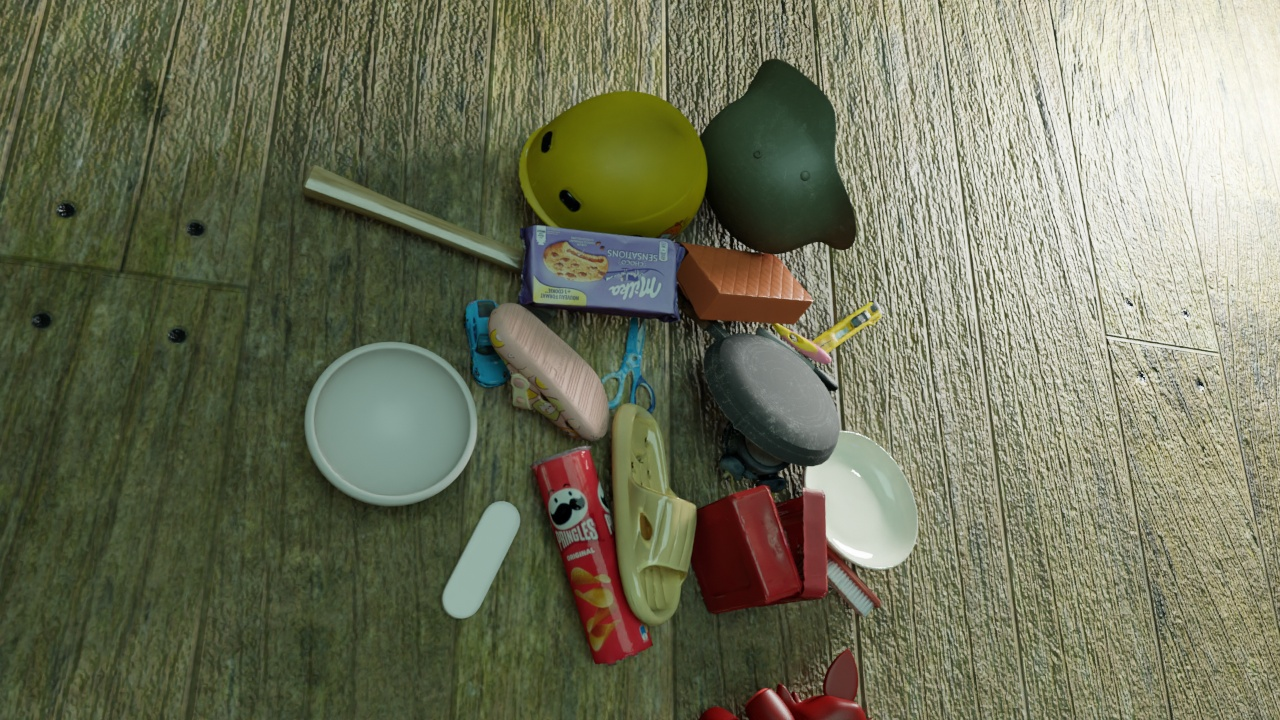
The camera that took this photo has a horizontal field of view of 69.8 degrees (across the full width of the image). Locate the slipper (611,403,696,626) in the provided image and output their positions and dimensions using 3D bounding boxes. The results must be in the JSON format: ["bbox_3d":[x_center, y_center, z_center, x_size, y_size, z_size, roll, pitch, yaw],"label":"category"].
[{"bbox_3d":[0.024,0.165,1.039,0.111,0.079,0.261,35,41,-54],"label":"slipper"}]

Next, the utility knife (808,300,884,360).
[{"bbox_3d":[0.283,-0.041,1.271,0.155,0.017,0.030,-33,77,-24],"label":"utility knife"}]

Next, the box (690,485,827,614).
[{"bbox_3d":[0.122,0.217,1.042,0.122,0.158,0.136,6,68,-23],"label":"box"}]

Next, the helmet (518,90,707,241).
[{"bbox_3d":[-0.014,-0.241,1.122,0.239,0.140,0.209,-11,76,-44],"label":"helmet"}]

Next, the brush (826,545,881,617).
[{"bbox_3d":[0.231,0.249,1.143,0.030,0.041,0.172,-41,88,-12],"label":"brush"}]

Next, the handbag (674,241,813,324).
[{"bbox_3d":[0.122,-0.098,1.173,0.171,0.060,0.108,1,48,-40],"label":"handbag"}]

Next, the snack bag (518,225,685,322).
[{"bbox_3d":[-0.045,-0.100,1.079,0.205,0.058,0.096,5,79,-22],"label":"snack bag"}]

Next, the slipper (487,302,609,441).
[{"bbox_3d":[-0.116,0.020,1.061,0.197,0.082,0.093,50,31,-21],"label":"slipper"}]

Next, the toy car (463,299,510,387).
[{"bbox_3d":[-0.177,-0.022,1.074,0.048,0.032,0.105,-4,76,-23],"label":"toy car"}]

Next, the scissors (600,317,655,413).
[{"bbox_3d":[-0.004,0.005,1.145,0.083,0.015,0.140,21,64,-12],"label":"scissors"}]

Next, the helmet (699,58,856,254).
[{"bbox_3d":[0.164,-0.235,1.194,0.153,0.227,0.267,-31,73,-9],"label":"helmet"}]

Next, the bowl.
[{"bbox_3d":[-0.268,0.072,0.986,0.176,0.066,0.176,7,70,-19],"label":"bowl"}]

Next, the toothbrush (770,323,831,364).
[{"bbox_3d":[0.198,-0.034,1.229,0.135,0.016,0.021,34,70,-4],"label":"toothbrush"}]

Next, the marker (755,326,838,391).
[{"bbox_3d":[0.208,0.000,1.228,0.138,0.016,0.022,35,87,-6],"label":"marker"}]

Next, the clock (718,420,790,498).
[{"bbox_3d":[0.146,0.116,1.145,0.090,0.052,0.129,24,70,-13],"label":"clock"}]

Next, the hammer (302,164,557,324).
[{"bbox_3d":[-0.233,-0.151,1.084,0.322,0.051,0.117,20,66,-14],"label":"hammer"}]

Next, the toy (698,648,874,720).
[{"bbox_3d":[0.177,0.431,1.013,0.197,0.121,0.158,-21,78,-16],"label":"toy"}]

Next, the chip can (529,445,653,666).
[{"bbox_3d":[-0.054,0.216,1.020,0.073,0.073,0.233,-14,79,-25],"label":"chip can"}]

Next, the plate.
[{"bbox_3d":[0.273,0.180,1.167,0.182,0.034,0.182,15,57,-25],"label":"plate"}]

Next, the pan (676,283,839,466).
[{"bbox_3d":[0.118,-0.016,1.149,0.357,0.040,0.207,47,34,9],"label":"pan"}]

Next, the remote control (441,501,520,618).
[{"bbox_3d":[-0.174,0.217,1.005,0.043,0.013,0.136,30,64,-10],"label":"remote control"}]
